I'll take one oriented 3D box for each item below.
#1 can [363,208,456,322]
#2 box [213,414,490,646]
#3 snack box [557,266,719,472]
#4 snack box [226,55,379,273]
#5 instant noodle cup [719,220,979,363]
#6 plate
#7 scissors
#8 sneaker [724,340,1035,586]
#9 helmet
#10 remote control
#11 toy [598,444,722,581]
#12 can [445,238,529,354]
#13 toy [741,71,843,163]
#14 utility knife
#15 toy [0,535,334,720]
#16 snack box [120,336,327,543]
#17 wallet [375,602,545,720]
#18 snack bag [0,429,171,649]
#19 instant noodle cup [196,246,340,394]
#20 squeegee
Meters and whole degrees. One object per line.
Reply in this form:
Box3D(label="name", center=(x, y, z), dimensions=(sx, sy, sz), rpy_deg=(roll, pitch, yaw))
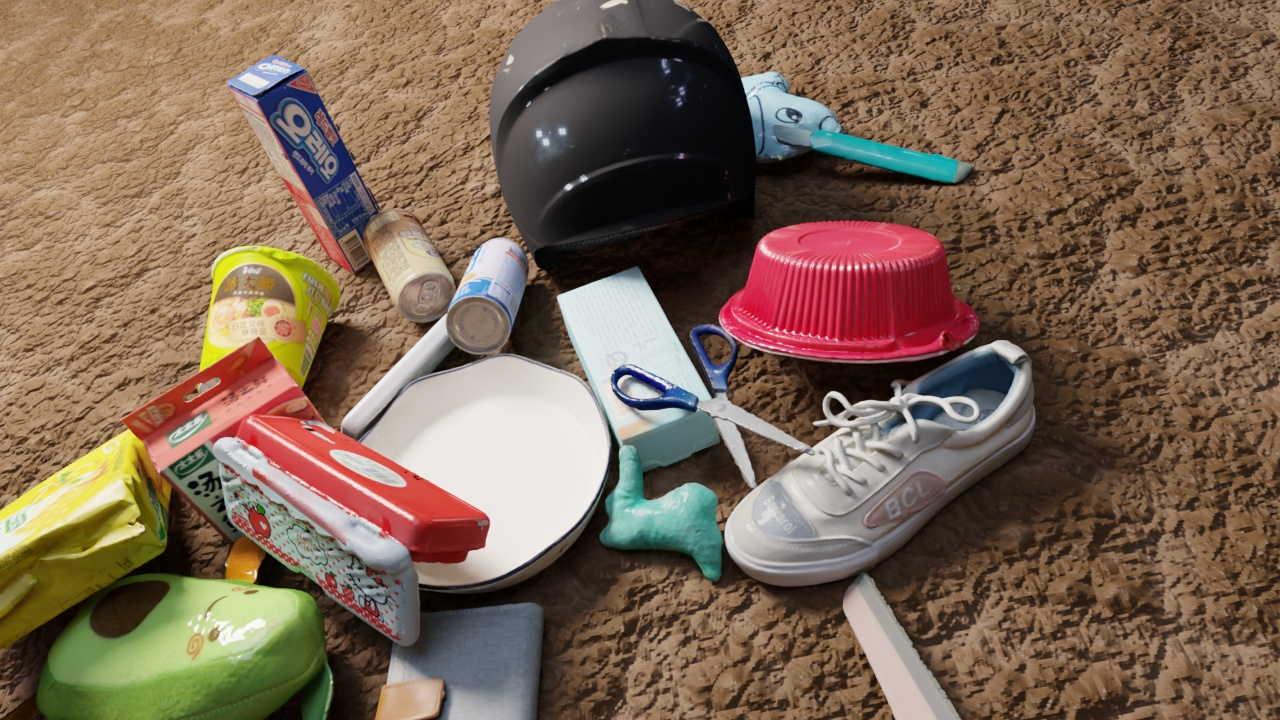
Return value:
Box3D(label="can", center=(-0.217, -0.091, 0.862), dimensions=(0.058, 0.058, 0.116), rpy_deg=(-27, 49, -10))
Box3D(label="box", center=(-0.208, 0.113, 0.622), dimensions=(0.202, 0.095, 0.098), rpy_deg=(22, 94, 31))
Box3D(label="snack box", center=(-0.004, 0.004, 0.730), dimensions=(0.074, 0.052, 0.174), rpy_deg=(-21, 49, -7))
Box3D(label="snack box", center=(-0.302, -0.178, 0.858), dimensions=(0.058, 0.208, 0.057), rpy_deg=(32, 63, 33))
Box3D(label="instant noodle cup", center=(0.154, -0.060, 0.685), dimensions=(0.194, 0.066, 0.193), rpy_deg=(-3, 21, 1))
Box3D(label="plate", center=(-0.120, 0.086, 0.692), dimensions=(0.205, 0.046, 0.204), rpy_deg=(-7, 49, 8))
Box3D(label="scissors", center=(0.044, 0.028, 0.642), dimensions=(0.163, 0.012, 0.162), rpy_deg=(-3, 40, 15))
Box3D(label="sneaker", center=(0.164, 0.063, 0.610), dimensions=(0.242, 0.091, 0.089), rpy_deg=(-28, 48, -10))
Box3D(label="helmet", center=(-0.019, -0.214, 0.812), dimensions=(0.233, 0.230, 0.274), rpy_deg=(-13, 41, 0))
Box3D(label="remote control", center=(-0.199, 0.016, 0.767), dimensions=(0.020, 0.056, 0.135), rpy_deg=(38, 63, 1))
Box3D(label="toy", center=(0.012, 0.106, 0.639), dimensions=(0.092, 0.030, 0.096), rpy_deg=(-6, 84, 22))
Box3D(label="can", center=(-0.129, -0.059, 0.790), dimensions=(0.053, 0.053, 0.134), rpy_deg=(-9, 28, 6))
Box3D(label="toy", center=(0.122, -0.242, 0.916), dimensions=(0.161, 0.050, 0.155), rpy_deg=(1, 50, 18))
Box3D(label="utility knife", center=(0.213, -0.193, 0.851), dimensions=(0.187, 0.013, 0.029), rpy_deg=(16, 70, 8))
Box3D(label="toy", center=(-0.313, 0.195, 0.611), dimensions=(0.247, 0.090, 0.226), rpy_deg=(-7, 35, 14))
Box3D(label="snack box", center=(-0.302, 0.063, 0.702), dimensions=(0.113, 0.127, 0.044), rpy_deg=(-36, 50, -17))
Box3D(label="wallet", center=(-0.117, 0.218, 0.581), dimensions=(0.106, 0.037, 0.129), rpy_deg=(-7, 48, 7))
Box3D(label="snack bag", center=(-0.411, 0.129, 0.652), dimensions=(0.157, 0.068, 0.247), rpy_deg=(-37, 19, -17))
Box3D(label="instant noodle cup", center=(-0.329, -0.018, 0.801), dimensions=(0.112, 0.112, 0.123), rpy_deg=(-6, 56, 8))
Box3D(label="squeegee", center=(0.067, 0.258, 0.499), dimensions=(0.249, 0.040, 0.247), rpy_deg=(-24, 32, 0))
